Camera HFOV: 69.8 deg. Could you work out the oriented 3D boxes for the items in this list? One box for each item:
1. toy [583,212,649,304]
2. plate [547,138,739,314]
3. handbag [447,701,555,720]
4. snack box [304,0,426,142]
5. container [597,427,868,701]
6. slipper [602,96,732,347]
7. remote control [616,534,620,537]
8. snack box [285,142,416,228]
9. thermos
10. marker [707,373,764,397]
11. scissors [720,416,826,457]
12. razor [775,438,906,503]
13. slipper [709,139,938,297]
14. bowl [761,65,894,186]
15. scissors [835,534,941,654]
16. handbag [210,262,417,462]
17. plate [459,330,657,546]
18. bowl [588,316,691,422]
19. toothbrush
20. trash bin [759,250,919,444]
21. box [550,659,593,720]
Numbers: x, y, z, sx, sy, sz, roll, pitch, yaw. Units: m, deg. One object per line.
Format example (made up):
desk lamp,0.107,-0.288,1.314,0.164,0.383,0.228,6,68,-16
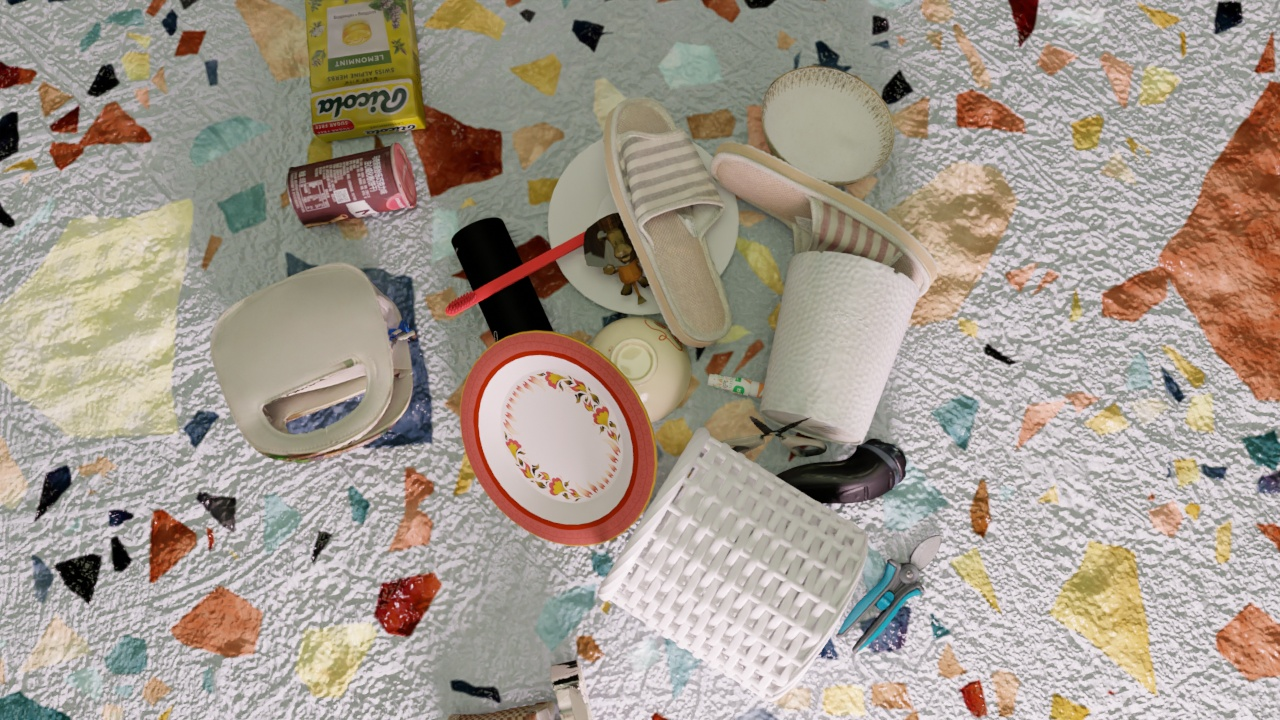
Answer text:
toy,-0.017,-0.106,0.966,0.076,0.062,0.100,-25,101,-5
plate,0.003,-0.152,1.008,0.208,0.015,0.208,0,82,3
handbag,-0.123,0.437,0.910,0.124,0.047,0.185,-17,82,21
snack box,-0.312,-0.344,1.034,0.121,0.045,0.180,-7,82,1
container,0.087,0.191,0.871,0.187,0.189,0.189,31,85,5
slipper,0.035,-0.147,0.951,0.114,0.054,0.272,-12,84,-34
remote control,-0.050,0.121,0.977,0.030,0.009,0.140,-12,82,1
snack box,-0.313,-0.189,1.001,0.121,0.072,0.072,-12,82,2
thermos,-0.128,-0.037,0.976,0.061,0.061,0.231,-25,82,-1
marker,0.144,0.035,0.976,0.145,0.017,0.017,12,83,4
scissors,0.132,0.079,0.916,0.157,0.171,0.012,14,67,-38
razor,0.202,0.116,0.948,0.140,0.053,0.063,-10,48,6
slipper,0.181,-0.135,0.951,0.263,0.115,0.052,32,74,1
bowl,0.190,-0.235,0.977,0.145,0.063,0.145,3,67,-7
scissors,0.263,0.242,0.942,0.136,0.019,0.139,-7,81,-1
handbag,-0.329,0.013,0.954,0.200,0.093,0.199,-22,65,0
plate,-0.084,0.079,0.928,0.230,0.021,0.230,9,110,25
bowl,-0.006,0.006,0.958,0.118,0.074,0.118,0,82,3
toothbrush,-0.110,-0.101,0.955,0.212,0.018,0.012,-32,85,-21
trash bin,0.191,-0.009,0.915,0.133,0.133,0.161,17,79,5
box,-0.022,0.359,0.862,0.099,0.184,0.143,-13,84,-7
